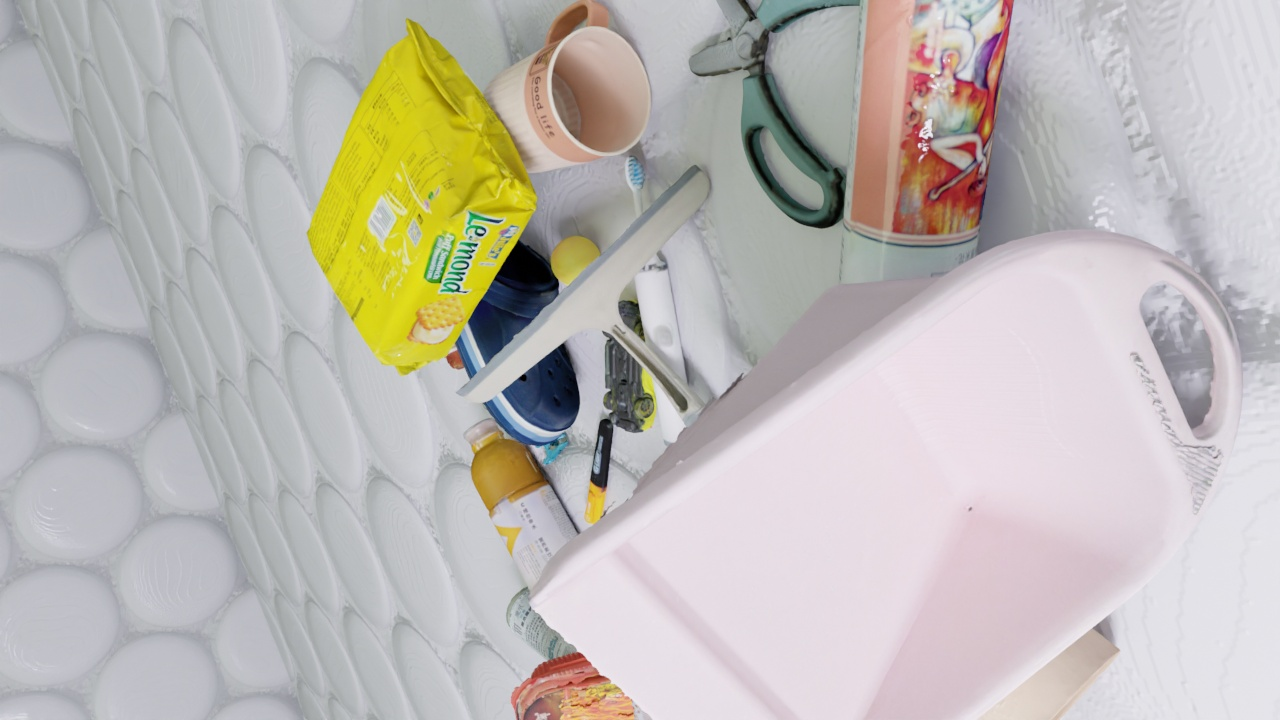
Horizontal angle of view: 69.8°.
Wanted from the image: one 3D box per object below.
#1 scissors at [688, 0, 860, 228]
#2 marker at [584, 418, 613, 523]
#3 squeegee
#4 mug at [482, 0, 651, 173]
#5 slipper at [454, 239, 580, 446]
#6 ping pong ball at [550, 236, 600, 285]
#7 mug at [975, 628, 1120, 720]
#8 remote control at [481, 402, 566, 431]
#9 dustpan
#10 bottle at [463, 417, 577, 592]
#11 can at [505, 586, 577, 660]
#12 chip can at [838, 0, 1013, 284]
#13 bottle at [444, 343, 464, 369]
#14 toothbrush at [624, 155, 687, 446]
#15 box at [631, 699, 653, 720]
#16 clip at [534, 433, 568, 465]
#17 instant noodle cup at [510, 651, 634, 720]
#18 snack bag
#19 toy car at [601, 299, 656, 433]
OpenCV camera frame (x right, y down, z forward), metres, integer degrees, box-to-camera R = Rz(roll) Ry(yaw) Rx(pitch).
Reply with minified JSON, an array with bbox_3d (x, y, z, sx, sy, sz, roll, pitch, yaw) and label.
[{"bbox_3d":[0.092,-0.156,0.519,0.171,0.019,0.178,-2,108,52],"label":"scissors"},{"bbox_3d":[-0.038,0.102,0.835,0.018,0.015,0.124,35,132,31],"label":"marker"},{"bbox_3d":[0.034,0.034,0.661,0.247,0.039,0.246,-42,89,19],"label":"squeegee"},{"bbox_3d":[-0.054,-0.193,0.647,0.106,0.081,0.114,2,84,54],"label":"mug"},{"bbox_3d":[-0.110,-0.055,0.780,0.095,0.104,0.252,-30,86,35],"label":"slipper"},{"bbox_3d":[-0.051,-0.079,0.730,0.040,0.040,0.040,29,130,41],"label":"ping pong ball"},{"bbox_3d":[0.176,0.167,0.505,0.103,0.124,0.084,43,-179,33],"label":"mug"},{"bbox_3d":[-0.120,0.032,0.899,0.135,0.019,0.056,13,119,49],"label":"remote control"},{"bbox_3d":[0.126,0.075,0.384,0.139,0.272,0.222,7,145,53],"label":"dustpan"},{"bbox_3d":[-0.117,0.146,0.917,0.189,0.067,0.068,59,144,13],"label":"bottle"},{"bbox_3d":[-0.078,0.289,0.953,0.147,0.058,0.058,20,124,47],"label":"can"},{"bbox_3d":[0.135,-0.099,0.448,0.071,0.071,0.215,26,128,43],"label":"chip can"},{"bbox_3d":[-0.194,-0.094,0.894,0.060,0.059,0.206,-20,92,55],"label":"bottle"},{"bbox_3d":[0.012,-0.041,0.681,0.026,0.026,0.221,-149,46,-66],"label":"toothbrush"},{"bbox_3d":[0.120,0.251,0.603,0.193,0.156,0.183,15,123,40],"label":"box"},{"bbox_3d":[-0.085,0.082,0.887,0.057,0.015,0.049,-33,79,54],"label":"clip"},{"bbox_3d":[-0.035,0.334,0.854,0.079,0.164,0.189,-129,31,-62],"label":"instant noodle cup"},{"bbox_3d":[-0.176,-0.109,0.694,0.158,0.068,0.247,56,135,14],"label":"snack bag"},{"bbox_3d":[-0.004,0.004,0.723,0.048,0.032,0.105,9,105,51],"label":"toy car"}]
